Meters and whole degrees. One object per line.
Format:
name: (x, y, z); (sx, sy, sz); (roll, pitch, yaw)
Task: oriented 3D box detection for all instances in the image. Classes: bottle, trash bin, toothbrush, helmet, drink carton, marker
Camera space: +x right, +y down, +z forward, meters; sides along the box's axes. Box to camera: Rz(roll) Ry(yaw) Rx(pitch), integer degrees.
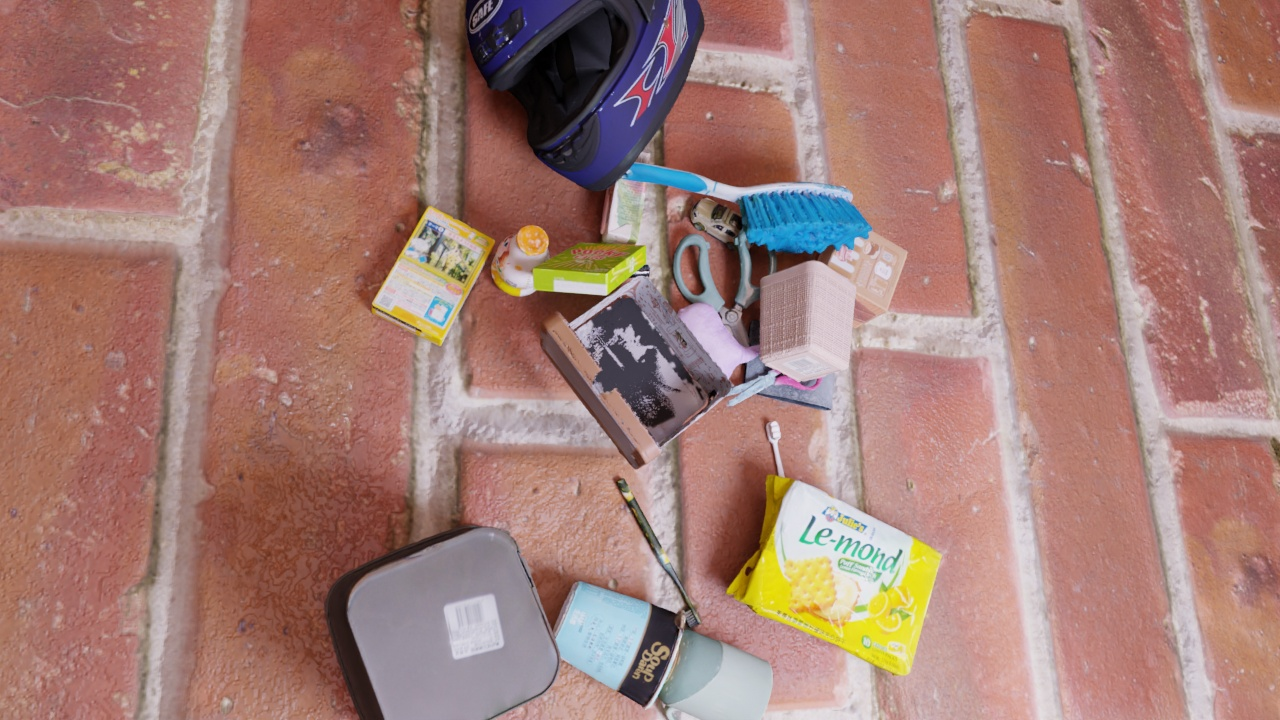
bottle: (-0.132, -0.115, 1.037); (0.063, 0.109, 0.063); (5, 73, -17)
trash bin: (-0.181, 0.256, 0.858); (0.198, 0.220, 0.199); (-20, 80, -22)
toothbrush: (0.176, 0.161, 1.103); (0.016, 0.016, 0.180); (-7, 78, -16)
helmet: (-0.080, -0.378, 1.047); (0.240, 0.248, 0.314); (32, 58, -26)
drink carton: (-0.021, -0.195, 1.123); (0.045, 0.054, 0.122); (13, 71, -12)
marker: (-0.050, -0.104, 1.106); (0.130, 0.022, 0.018); (-6, 111, -20)
toothbrush: (0.018, 0.218, 1.042); (0.017, 0.012, 0.186); (-28, 84, -11)

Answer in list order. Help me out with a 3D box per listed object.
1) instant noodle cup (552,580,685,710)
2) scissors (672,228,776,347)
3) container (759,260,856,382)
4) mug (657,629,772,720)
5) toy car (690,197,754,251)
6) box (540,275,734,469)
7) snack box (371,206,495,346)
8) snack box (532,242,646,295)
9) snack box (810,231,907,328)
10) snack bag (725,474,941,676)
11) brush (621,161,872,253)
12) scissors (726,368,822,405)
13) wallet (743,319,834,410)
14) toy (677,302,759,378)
instant noodle cup: (-0.029, 0.289, 0.962); (0.120, 0.111, 0.111); (25, 69, -1)
scissors: (0.094, -0.083, 1.138); (0.161, 0.019, 0.179); (9, 88, 2)
container: (0.196, -0.042, 1.088); (0.089, 0.090, 0.110); (25, 61, -37)
mug: (0.069, 0.356, 0.988); (0.106, 0.082, 0.112); (25, 100, -10)
toy car: (0.108, -0.175, 1.168); (0.090, 0.035, 0.042); (29, 67, -5)
box: (0.002, 0.002, 1.006); (0.157, 0.218, 0.180); (-36, 86, -11)
snack box: (-0.234, -0.096, 1.042); (0.087, 0.034, 0.140); (27, 70, -8)
snack box: (-0.054, -0.106, 1.031); (0.086, 0.156, 0.026); (5, 109, 15)
snack box: (0.271, -0.111, 1.177); (0.094, 0.077, 0.092); (28, 69, -9)
snack bag: (0.226, 0.251, 1.059); (0.246, 0.068, 0.157); (28, 70, -14)
brush: (0.119, -0.188, 1.101); (0.314, 0.061, 0.109); (-1, 61, -14)
scissors: (0.155, 0.016, 1.123); (0.137, 0.017, 0.072); (-15, 77, -14)
wallet: (0.188, 0.005, 1.152); (0.120, 0.019, 0.097); (13, 70, -12)
toy: (0.086, -0.024, 1.113); (0.084, 0.039, 0.108); (-41, 85, 1)
